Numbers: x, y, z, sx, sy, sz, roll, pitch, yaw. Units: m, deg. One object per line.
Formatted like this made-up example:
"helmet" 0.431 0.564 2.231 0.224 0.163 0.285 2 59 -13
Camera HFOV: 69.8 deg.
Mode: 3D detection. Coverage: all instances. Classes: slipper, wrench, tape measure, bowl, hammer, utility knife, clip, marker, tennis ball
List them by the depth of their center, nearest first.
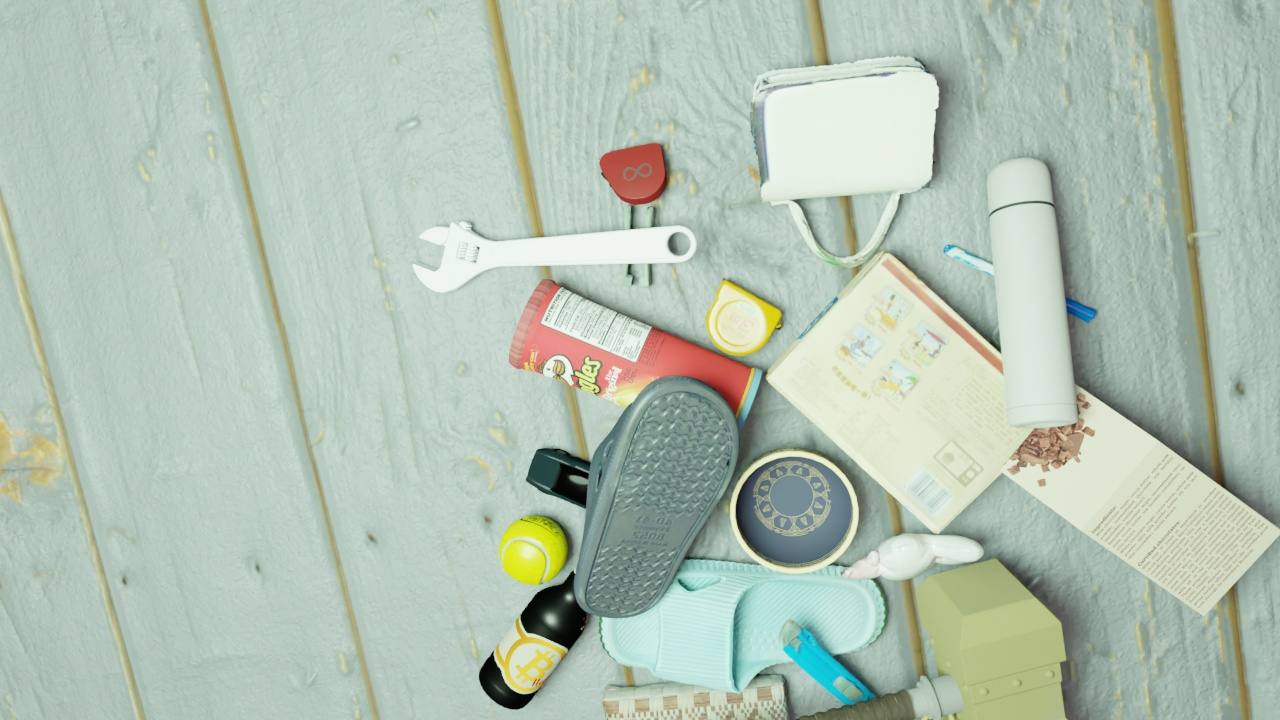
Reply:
"hammer" 0.196 0.311 0.805 0.325 0.100 0.190 -15 105 0
"marker" 0.334 -0.069 0.811 0.142 0.013 0.013 25 101 3
"slipper" 0.006 0.114 0.813 0.110 0.083 0.269 8 122 -17
"tape measure" -0.006 -0.166 0.831 0.059 0.019 0.051 -10 76 8
"tape measure" 0.092 -0.033 0.838 0.068 0.030 0.059 30 101 6
"bowl" 0.139 0.131 0.842 0.112 0.061 0.112 1 99 7
"wrench" -0.083 -0.100 0.844 0.274 0.018 0.066 -1 100 14
"clip" -0.003 -0.105 0.844 0.043 0.023 0.076 4 101 5
"utility knife" 0.195 0.306 0.857 0.031 0.015 0.207 -45 112 6
"slipper" 0.093 0.247 0.864 0.276 0.069 0.116 -5 95 7
"tennis ball" -0.102 0.181 0.879 0.065 0.065 0.065 1 99 7

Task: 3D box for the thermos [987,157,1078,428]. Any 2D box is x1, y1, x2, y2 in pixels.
"thermos" 0.323 -0.058 0.762 0.052 0.052 0.224 -3 79 8

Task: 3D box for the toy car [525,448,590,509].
"toy car" -0.054 0.119 0.879 0.112 0.034 0.046 21 101 3

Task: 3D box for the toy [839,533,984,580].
"toy" 0.243 0.178 0.834 0.125 0.076 0.037 -11 67 9

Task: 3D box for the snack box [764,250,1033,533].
"snack box" 0.237 0.027 0.816 0.207 0.055 0.153 42 100 0

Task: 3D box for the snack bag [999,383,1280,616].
"snack bag" 0.417 0.113 0.784 0.206 0.069 0.094 34 101 -7

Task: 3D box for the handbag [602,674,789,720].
"handbag" 0.058 0.377 0.900 0.186 0.047 0.124 -7 90 8

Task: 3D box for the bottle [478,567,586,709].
"bottle" -0.085 0.253 0.891 0.059 0.059 0.182 36 101 1

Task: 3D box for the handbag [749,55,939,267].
"handbag" 0.174 -0.167 0.798 0.151 0.073 0.176 -4 117 9

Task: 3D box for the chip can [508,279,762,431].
"chip can" -0.005 0.005 0.829 0.213 0.087 0.087 22 101 3
